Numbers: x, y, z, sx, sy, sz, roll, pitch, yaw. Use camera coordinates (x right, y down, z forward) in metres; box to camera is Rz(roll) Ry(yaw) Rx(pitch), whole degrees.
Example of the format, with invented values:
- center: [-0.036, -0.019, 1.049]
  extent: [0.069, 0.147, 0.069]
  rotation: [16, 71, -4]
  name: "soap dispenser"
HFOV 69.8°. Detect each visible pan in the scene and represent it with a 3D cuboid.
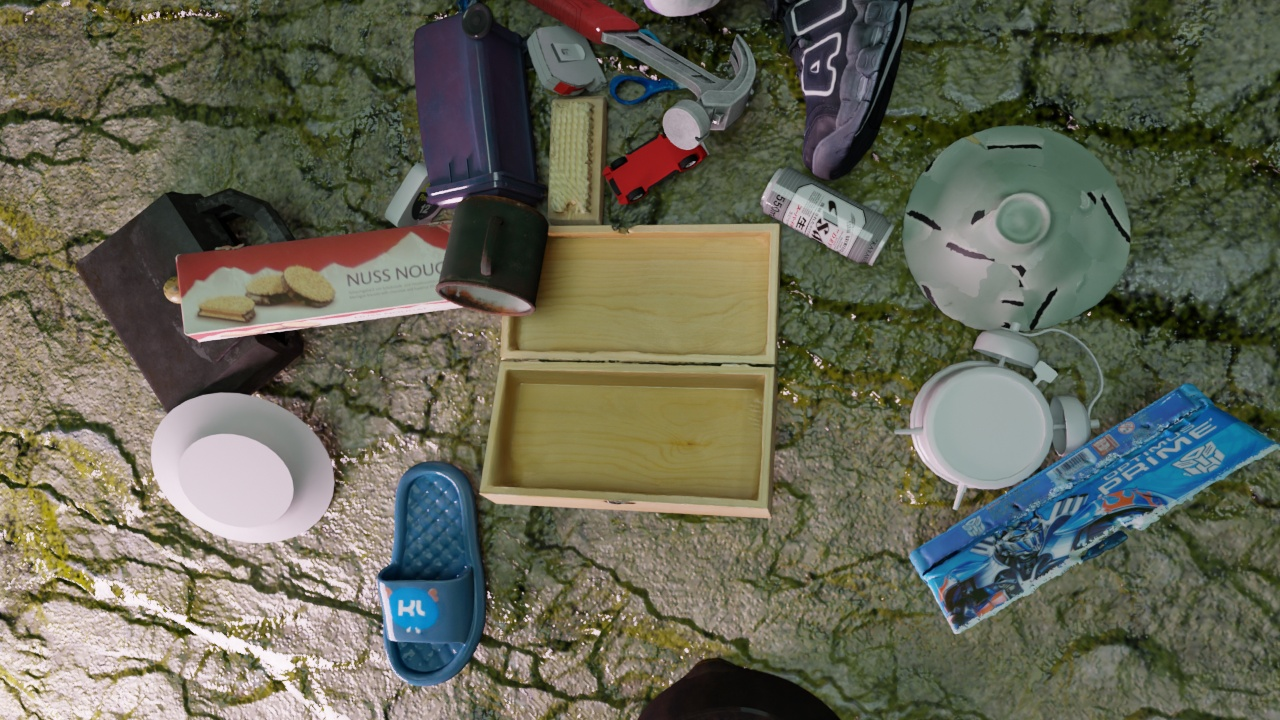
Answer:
- center: [0.027, 0.406, 0.819]
  extent: [0.356, 0.043, 0.248]
  rotation: [-15, 88, 14]
  name: "pan"

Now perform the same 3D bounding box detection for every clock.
- center: [0.291, 0.040, 0.737]
  extent: [0.159, 0.061, 0.120]
  rotation: [-38, 84, 7]
  name: "clock"

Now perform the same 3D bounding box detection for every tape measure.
- center: [-0.201, -0.151, 0.846]
  extent: [0.017, 0.064, 0.065]
  rotation: [38, 107, 10]
  name: "tape measure"
- center: [-0.066, -0.266, 0.811]
  extent: [0.020, 0.062, 0.060]
  rotation: [-30, 84, 49]
  name: "tape measure"

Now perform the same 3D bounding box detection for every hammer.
- center: [-0.043, -0.295, 0.787]
  extent: [0.316, 0.036, 0.125]
  rotation: [34, 55, 14]
  name: "hammer"

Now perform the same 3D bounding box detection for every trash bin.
- center: [-0.140, -0.215, 0.814]
  extent: [0.092, 0.093, 0.161]
  rotation: [-7, 89, 23]
  name: "trash bin"

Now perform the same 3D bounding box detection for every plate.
- center: [-0.384, 0.112, 0.880]
  extent: [0.173, 0.019, 0.173]
  rotation: [0, 117, 0]
  name: "plate"

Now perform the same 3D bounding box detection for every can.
- center: [0.156, -0.121, 0.769]
  extent: [0.106, 0.044, 0.044]
  rotation: [30, 98, 11]
  name: "can"

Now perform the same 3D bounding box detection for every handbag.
- center: [-0.409, -0.069, 0.878]
  extent: [0.200, 0.102, 0.197]
  rotation: [-38, 83, 12]
  name: "handbag"

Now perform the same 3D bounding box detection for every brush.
- center: [-0.059, -0.180, 0.822]
  extent: [0.049, 0.039, 0.117]
  rotation: [3, 92, 15]
  name: "brush"

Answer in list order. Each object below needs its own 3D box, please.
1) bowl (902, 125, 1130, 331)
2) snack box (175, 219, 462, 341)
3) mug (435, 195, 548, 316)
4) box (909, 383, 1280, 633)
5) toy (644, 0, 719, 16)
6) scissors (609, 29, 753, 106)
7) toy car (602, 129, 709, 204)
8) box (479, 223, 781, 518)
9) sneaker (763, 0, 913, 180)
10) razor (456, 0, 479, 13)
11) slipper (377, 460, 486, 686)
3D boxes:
- center: [0.298, -0.107, 0.723]
  extent: [0.174, 0.067, 0.174]
  rotation: [0, 91, 16]
  name: "bowl"
- center: [-0.266, -0.074, 0.822]
  extent: [0.272, 0.044, 0.076]
  rotation: [-8, 85, -8]
  name: "snack box"
- center: [-0.122, -0.092, 0.767]
  extent: [0.085, 0.111, 0.081]
  rotation: [11, 78, -5]
  name: "mug"
- center: [0.320, 0.108, 0.682]
  extent: [0.244, 0.166, 0.075]
  rotation: [-36, 70, 12]
  name: "box"
- center: [-0.002, -0.348, 0.750]
  extent: [0.137, 0.086, 0.209]
  rotation: [-33, 56, -22]
  name: "toy"
- center: [0.037, -0.242, 0.812]
  extent: [0.134, 0.016, 0.073]
  rotation: [22, 92, 7]
  name: "scissors"
- center: [0.013, -0.174, 0.812]
  extent: [0.090, 0.025, 0.038]
  rotation: [-30, 85, 14]
  name: "toy car"
- center: [-0.005, 0.005, 0.800]
  extent: [0.247, 0.076, 0.257]
  rotation: [1, 84, 13]
  name: "box"
- center: [0.137, -0.280, 0.747]
  extent: [0.151, 0.097, 0.252]
  rotation: [15, 94, 18]
  name: "sneaker"
- center: [-0.107, -0.356, 0.838]
  extent: [0.141, 0.018, 0.044]
  rotation: [-11, 89, 14]
  name: "razor"
- center: [-0.196, 0.202, 0.860]
  extent: [0.104, 0.059, 0.213]
  rotation: [4, 92, 11]
  name: "slipper"
